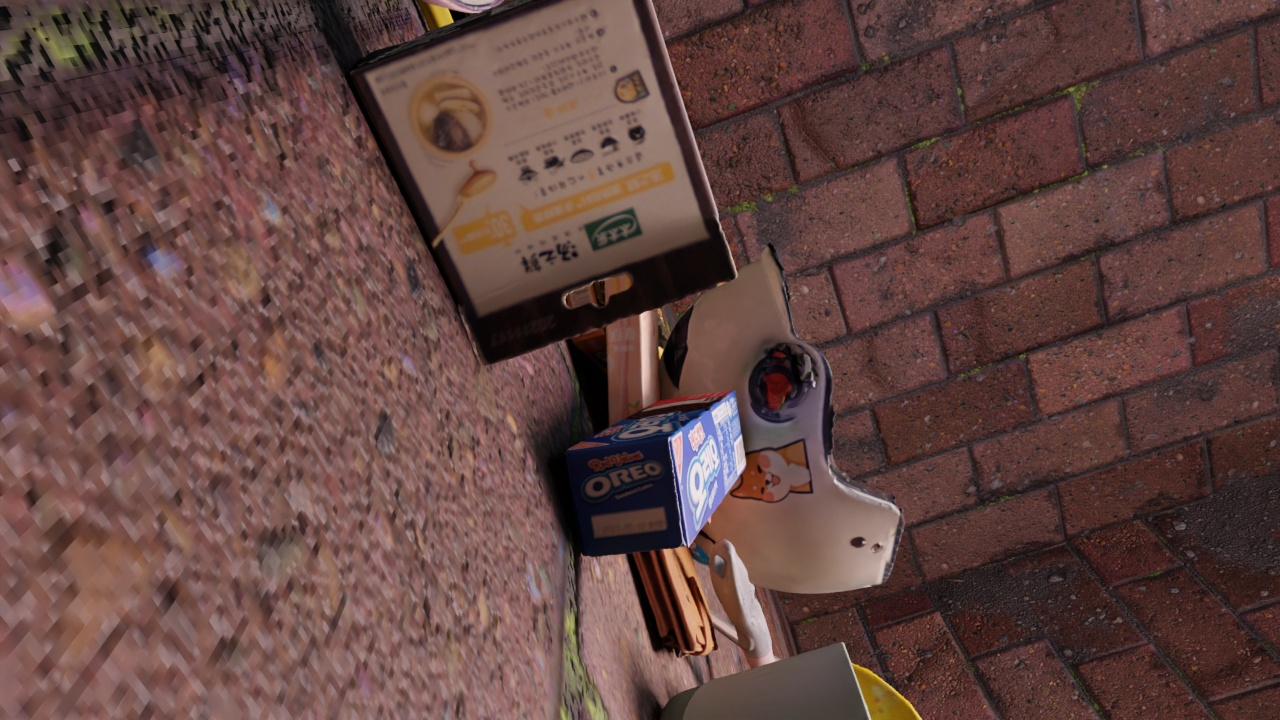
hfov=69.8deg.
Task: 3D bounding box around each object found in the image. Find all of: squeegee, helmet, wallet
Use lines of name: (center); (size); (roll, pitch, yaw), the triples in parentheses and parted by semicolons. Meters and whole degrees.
squeegee: (0.089, 0.202, 0.659); (0.248, 0.040, 0.250); (27, -24, 42)
helmet: (0.089, 0.062, 0.725); (0.230, 0.157, 0.274); (10, 57, -83)
wallet: (0.021, 0.146, 0.619); (0.132, 0.031, 0.107); (55, 15, -69)

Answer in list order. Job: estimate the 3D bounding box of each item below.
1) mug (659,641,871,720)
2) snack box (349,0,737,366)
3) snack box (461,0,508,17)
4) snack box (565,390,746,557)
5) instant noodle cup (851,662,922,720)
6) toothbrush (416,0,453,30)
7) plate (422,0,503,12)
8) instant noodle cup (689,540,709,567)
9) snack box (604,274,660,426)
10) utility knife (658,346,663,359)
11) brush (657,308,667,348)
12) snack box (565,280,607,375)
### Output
mug: (0.068, 0.201, 0.466); (0.111, 0.106, 0.082); (41, 31, -80)
snack box: (-0.035, -0.078, 0.368); (0.053, 0.113, 0.126); (-99, 169, -61)
snack box: (-0.083, -0.280, 0.587); (0.114, 0.063, 0.240); (26, -30, 41)
snack box: (0.018, 0.057, 0.527); (0.207, 0.058, 0.057); (-19, 101, -75)
instant noodle cup: (0.104, 0.259, 0.563); (0.110, 0.138, 0.138); (80, -6, -66)
toothbrush: (-0.101, -0.160, 0.513); (0.016, 0.016, 0.190); (-85, 156, -62)
plate: (-0.111, -0.253, 0.410); (0.192, 0.039, 0.192); (-4, 90, -71)
instant noodle cup: (0.071, 0.135, 0.878); (0.099, 0.099, 0.110); (-100, 177, -59)
snack box: (-0.004, 0.004, 0.644); (0.084, 0.026, 0.157); (33, 54, -79)
utility knife: (0.006, -0.028, 0.934); (0.033, 0.015, 0.170); (4, -62, 57)
brush: (0.006, 0.024, 0.802); (0.083, 0.046, 0.254); (56, 25, -72)
snack box: (-0.031, -0.034, 0.703); (0.154, 0.026, 0.075); (48, 28, -74)
